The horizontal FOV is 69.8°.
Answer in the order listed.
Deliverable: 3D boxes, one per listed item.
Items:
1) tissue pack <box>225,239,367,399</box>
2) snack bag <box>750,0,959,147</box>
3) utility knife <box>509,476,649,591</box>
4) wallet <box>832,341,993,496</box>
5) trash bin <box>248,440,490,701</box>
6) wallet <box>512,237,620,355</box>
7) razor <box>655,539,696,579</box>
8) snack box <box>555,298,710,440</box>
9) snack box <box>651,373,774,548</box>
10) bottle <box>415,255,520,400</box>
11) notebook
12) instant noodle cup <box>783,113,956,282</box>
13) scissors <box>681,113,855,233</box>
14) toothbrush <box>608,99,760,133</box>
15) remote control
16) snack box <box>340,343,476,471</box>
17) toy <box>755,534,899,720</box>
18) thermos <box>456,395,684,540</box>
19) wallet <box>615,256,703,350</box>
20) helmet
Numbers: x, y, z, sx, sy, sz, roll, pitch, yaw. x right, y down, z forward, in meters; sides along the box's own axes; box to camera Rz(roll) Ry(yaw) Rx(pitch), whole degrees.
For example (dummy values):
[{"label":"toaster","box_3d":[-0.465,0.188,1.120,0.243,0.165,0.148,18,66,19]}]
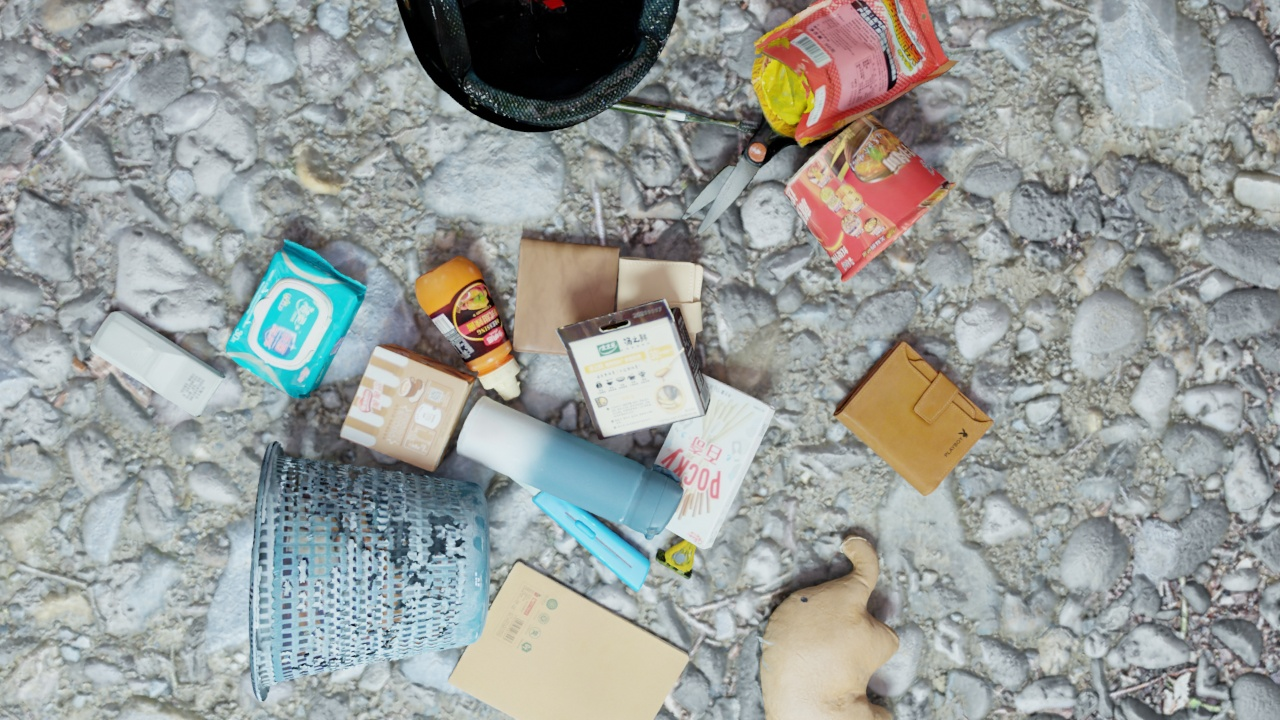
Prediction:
[{"label":"tissue pack","box_3d":[-0.333,-0.040,0.892,0.093,0.050,0.133,28,91,-4]},{"label":"snack bag","box_3d":[0.208,-0.299,0.884,0.207,0.073,0.128,-34,104,-19]},{"label":"utility knife","box_3d":[-0.071,0.160,0.937,0.203,0.018,0.034,40,91,-3]},{"label":"wallet","box_3d":[0.281,0.059,0.944,0.132,0.031,0.108,42,92,-6]},{"label":"trash bin","box_3d":[-0.244,0.189,0.846,0.195,0.227,0.226,2,94,-17]},{"label":"wallet","box_3d":[-0.076,-0.062,0.922,0.101,0.020,0.115,6,96,-4]},{"label":"razor","box_3d":[0.066,0.159,0.941,0.043,0.028,0.132,32,90,-1]},{"label":"snack box","box_3d":[-0.005,0.005,0.888,0.113,0.053,0.126,-14,106,16]},{"label":"snack box","box_3d":[0.064,0.100,0.919,0.085,0.027,0.157,26,92,23]},{"label":"bottle","box_3d":[-0.161,-0.027,0.900,0.067,0.066,0.149,-29,102,-1]},{"label":"notebook","box_3d":[-0.074,0.320,0.951,0.207,0.008,0.148,30,92,-5]},{"label":"instant noodle cup","box_3d":[0.211,-0.159,0.880,0.138,0.138,0.108,-42,87,0]},{"label":"scissors","box_3d":[0.135,-0.205,0.902,0.161,0.022,0.233,19,82,-10]},{"label":"toothbrush","box_3d":[0.029,-0.247,0.915,0.186,0.017,0.012,8,95,-4]},{"label":"remote control","box_3d":[-0.474,0.003,0.900,0.125,0.024,0.049,33,92,-5]},{"label":"snack box","box_3d":[-0.223,0.043,0.890,0.094,0.077,0.093,22,92,-5]},{"label":"toy","box_3d":[0.190,0.292,0.933,0.143,0.082,0.226,4,91,-8]},{"label":"thermos","box_3d":[-0.067,0.104,0.894,0.220,0.070,0.070,22,92,5]},{"label":"wallet","box_3d":[0.019,-0.043,0.911,0.087,0.024,0.115,3,107,-2]},{"label":"helmet","box_3d":[-0.101,-0.334,0.797,0.233,0.230,0.275,-14,95,-17]}]
